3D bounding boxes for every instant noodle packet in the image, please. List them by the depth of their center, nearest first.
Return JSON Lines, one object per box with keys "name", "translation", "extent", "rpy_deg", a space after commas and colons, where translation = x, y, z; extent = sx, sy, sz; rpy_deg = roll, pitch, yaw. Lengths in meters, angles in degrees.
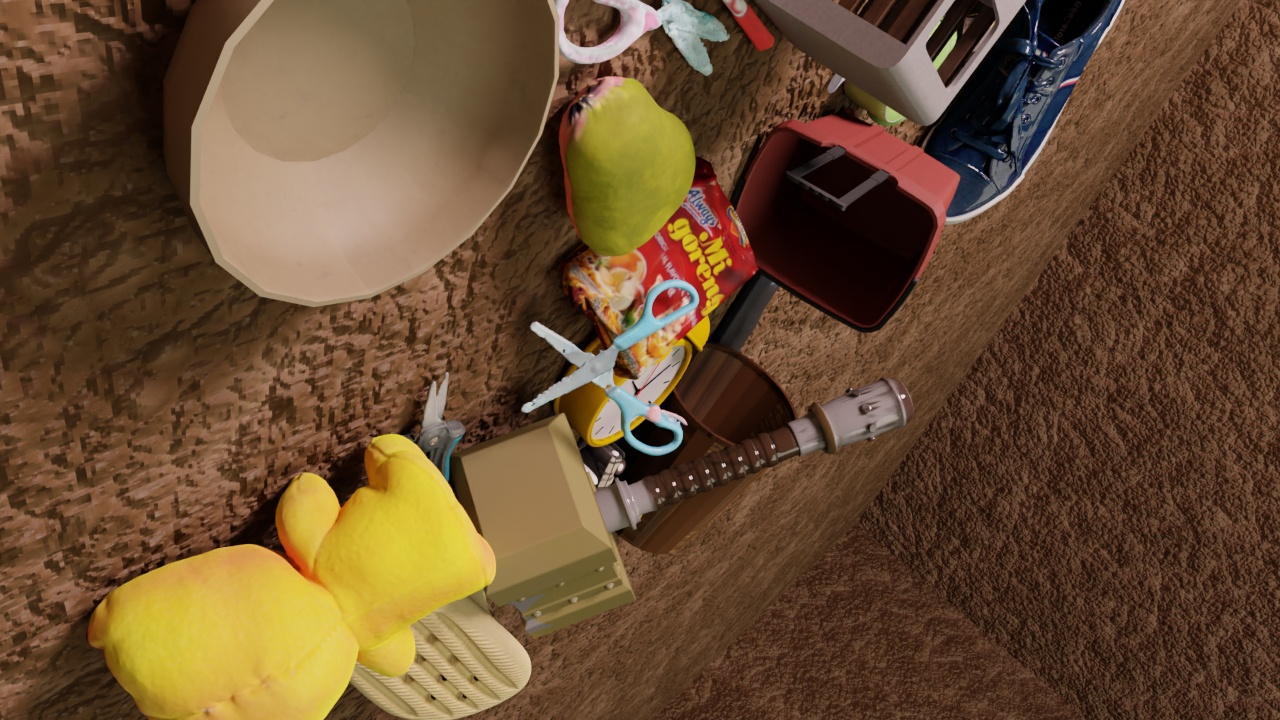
{"name": "instant noodle packet", "translation": [0.014, -0.058, 0.597], "extent": [0.135, 0.040, 0.098], "rpy_deg": [-42, 127, -15]}

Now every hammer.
{"name": "hammer", "translation": [0.045, 0.084, 0.674], "extent": [0.325, 0.100, 0.190], "rpy_deg": [-20, 153, -4]}

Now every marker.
{"name": "marker", "translation": [0.050, -0.194, 0.496], "extent": [0.013, 0.013, 0.142], "rpy_deg": [-54, 163, 13]}

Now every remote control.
{"name": "remote control", "translation": [0.103, -0.046, 0.856], "extent": [0.047, 0.022, 0.151], "rpy_deg": [-14, 139, -56]}

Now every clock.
{"name": "clock", "translation": [-0.004, 0.004, 0.696], "extent": [0.113, 0.052, 0.152], "rpy_deg": [-16, 145, -55]}
{"name": "clock", "translation": [0.201, -0.228, 0.710], "extent": [0.119, 0.042, 0.095], "rpy_deg": [-16, 142, -56]}

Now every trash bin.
{"name": "trash bin", "translation": [0.170, -0.263, 0.488], "extent": [0.229, 0.114, 0.114], "rpy_deg": [-55, 158, 15]}

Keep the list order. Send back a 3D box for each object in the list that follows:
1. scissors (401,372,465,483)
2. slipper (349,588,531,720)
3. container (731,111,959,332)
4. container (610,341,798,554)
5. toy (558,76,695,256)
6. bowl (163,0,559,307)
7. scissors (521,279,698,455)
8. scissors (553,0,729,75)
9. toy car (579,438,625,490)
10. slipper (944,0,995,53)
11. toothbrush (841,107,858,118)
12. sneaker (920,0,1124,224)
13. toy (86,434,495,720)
{"name": "scissors", "translation": [-0.135, 0.065, 0.583], "extent": [0.127, 0.019, 0.142], "rpy_deg": [-42, 152, -2]}
{"name": "slipper", "translation": [-0.165, 0.179, 0.650], "extent": [0.111, 0.079, 0.262], "rpy_deg": [-25, 140, -2]}
{"name": "container", "translation": [0.139, -0.100, 0.664], "extent": [0.200, 0.148, 0.127], "rpy_deg": [-39, 158, -47]}
{"name": "container", "translation": [0.043, 0.087, 0.836], "extent": [0.131, 0.132, 0.168], "rpy_deg": [-22, 152, -50]}
{"name": "toy", "translation": [-0.007, -0.108, 0.496], "extent": [0.090, 0.051, 0.110], "rpy_deg": [-48, 156, -10]}
{"name": "bowl", "translation": [-0.102, -0.096, 0.331], "extent": [0.152, 0.050, 0.152], "rpy_deg": [-40, 157, -21]}
{"name": "scissors", "translation": [-0.006, 0.000, 0.569], "extent": [0.135, 0.015, 0.133], "rpy_deg": [37, 88, -35]}
{"name": "scissors", "translation": [0.004, -0.169, 0.468], "extent": [0.103, 0.016, 0.178], "rpy_deg": [-55, 162, 5]}
{"name": "toy car", "translation": [-0.047, 0.105, 0.792], "extent": [0.037, 0.040, 0.092], "rpy_deg": [-16, 139, -50]}
{"name": "slipper", "translation": [0.285, -0.323, 0.664], "extent": [0.112, 0.076, 0.268], "rpy_deg": [-44, 158, -15]}
{"name": "toothbrush", "translation": [0.205, -0.191, 0.819], "extent": [0.016, 0.016, 0.189], "rpy_deg": [-58, 158, 9]}
{"name": "sneaker", "translation": [0.355, -0.263, 0.871], "extent": [0.295, 0.121, 0.127], "rpy_deg": [-59, 170, 16]}
{"name": "toy", "translation": [-0.167, 0.135, 0.488], "extent": [0.193, 0.087, 0.134], "rpy_deg": [-31, 113, -25]}
